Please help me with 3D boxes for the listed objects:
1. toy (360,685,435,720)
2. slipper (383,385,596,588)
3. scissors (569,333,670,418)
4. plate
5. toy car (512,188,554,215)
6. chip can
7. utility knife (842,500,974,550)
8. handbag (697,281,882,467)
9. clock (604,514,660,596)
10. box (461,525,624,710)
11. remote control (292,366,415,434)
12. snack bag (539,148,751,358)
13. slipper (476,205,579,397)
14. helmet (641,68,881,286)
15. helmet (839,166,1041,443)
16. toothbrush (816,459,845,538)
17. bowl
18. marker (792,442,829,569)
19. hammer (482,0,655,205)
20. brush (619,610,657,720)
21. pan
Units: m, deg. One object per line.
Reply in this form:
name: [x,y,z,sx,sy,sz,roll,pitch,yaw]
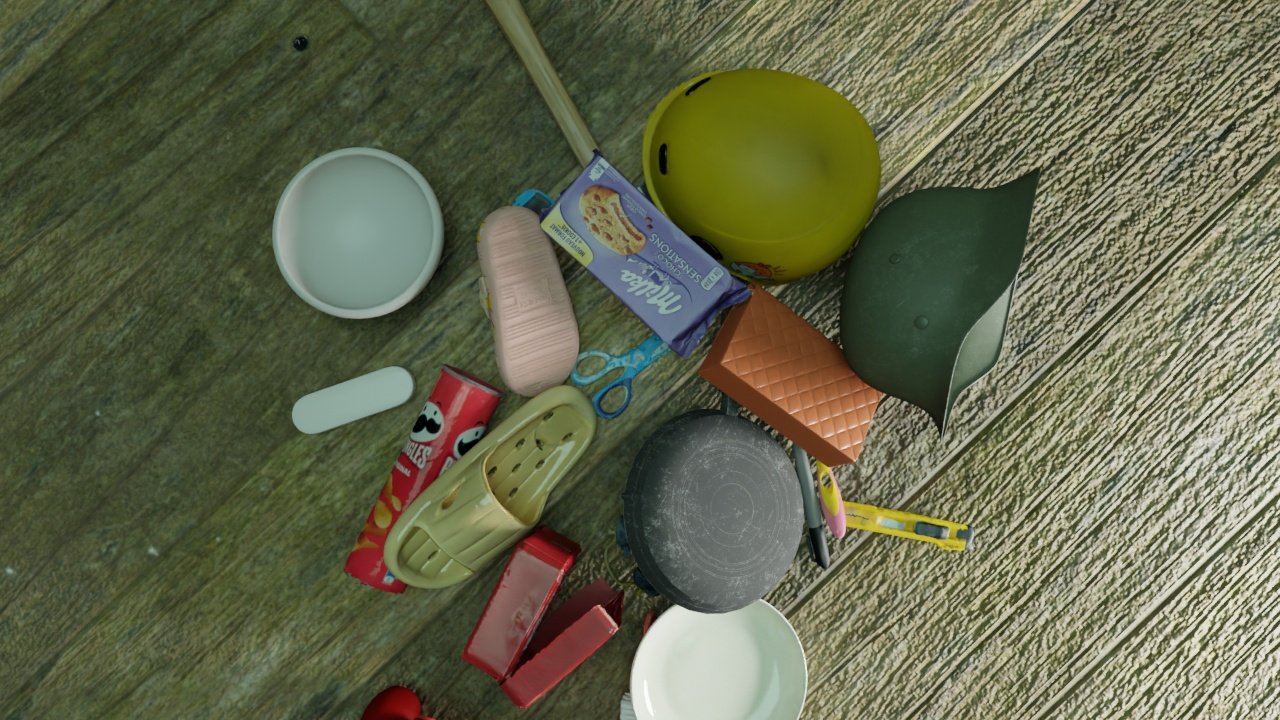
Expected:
toy: [-0.212,0.435,0.907,0.197,0.120,0.158,22,86,13]
slipper: [-0.134,0.137,0.916,0.261,0.079,0.111,-46,127,-10]
scissors: [-0.002,0.007,0.973,0.140,0.015,0.083,-27,84,-1]
plate: [0.077,0.321,0.928,0.182,0.034,0.182,1,87,-10]
toy car: [-0.130,-0.133,0.975,0.048,0.032,0.105,36,91,3]
chip can: [-0.224,0.122,0.947,0.073,0.073,0.233,26,89,4]
utility knife: [0.269,0.171,0.950,0.155,0.017,0.030,10,79,6]
handbag: [0.153,0.014,0.915,0.172,0.060,0.108,35,65,-14]
clock: [0.025,0.188,0.943,0.129,0.052,0.090,-26,86,5]
box: [-0.103,0.241,0.893,0.122,0.157,0.136,45,88,1]
remote control: [-0.307,0.043,0.983,0.136,0.013,0.043,-19,86,2]
snack bag: [0.002,-0.103,0.902,0.205,0.058,0.096,44,97,2]
slipper: [-0.124,-0.063,0.950,0.093,0.082,0.197,-16,108,-27]
helmet: [0.128,-0.186,0.886,0.240,0.140,0.209,25,88,-15]
helmet: [0.273,-0.059,0.877,0.154,0.227,0.267,12,75,21]
toothbrush: [0.191,0.117,0.951,0.021,0.016,0.135,-14,83,8]
bowl: [-0.288,-0.129,0.964,0.176,0.066,0.176,0,87,3]
marker: [0.175,0.149,0.955,0.022,0.016,0.138,-14,85,25]
hammer: [-0.082,-0.266,0.969,0.117,0.051,0.323,-29,86,1]
brush: [-0.003,0.344,0.944,0.030,0.041,0.172,2,85,18]
pan: [0.088,0.072,0.920,0.207,0.040,0.356,11,77,-24]
